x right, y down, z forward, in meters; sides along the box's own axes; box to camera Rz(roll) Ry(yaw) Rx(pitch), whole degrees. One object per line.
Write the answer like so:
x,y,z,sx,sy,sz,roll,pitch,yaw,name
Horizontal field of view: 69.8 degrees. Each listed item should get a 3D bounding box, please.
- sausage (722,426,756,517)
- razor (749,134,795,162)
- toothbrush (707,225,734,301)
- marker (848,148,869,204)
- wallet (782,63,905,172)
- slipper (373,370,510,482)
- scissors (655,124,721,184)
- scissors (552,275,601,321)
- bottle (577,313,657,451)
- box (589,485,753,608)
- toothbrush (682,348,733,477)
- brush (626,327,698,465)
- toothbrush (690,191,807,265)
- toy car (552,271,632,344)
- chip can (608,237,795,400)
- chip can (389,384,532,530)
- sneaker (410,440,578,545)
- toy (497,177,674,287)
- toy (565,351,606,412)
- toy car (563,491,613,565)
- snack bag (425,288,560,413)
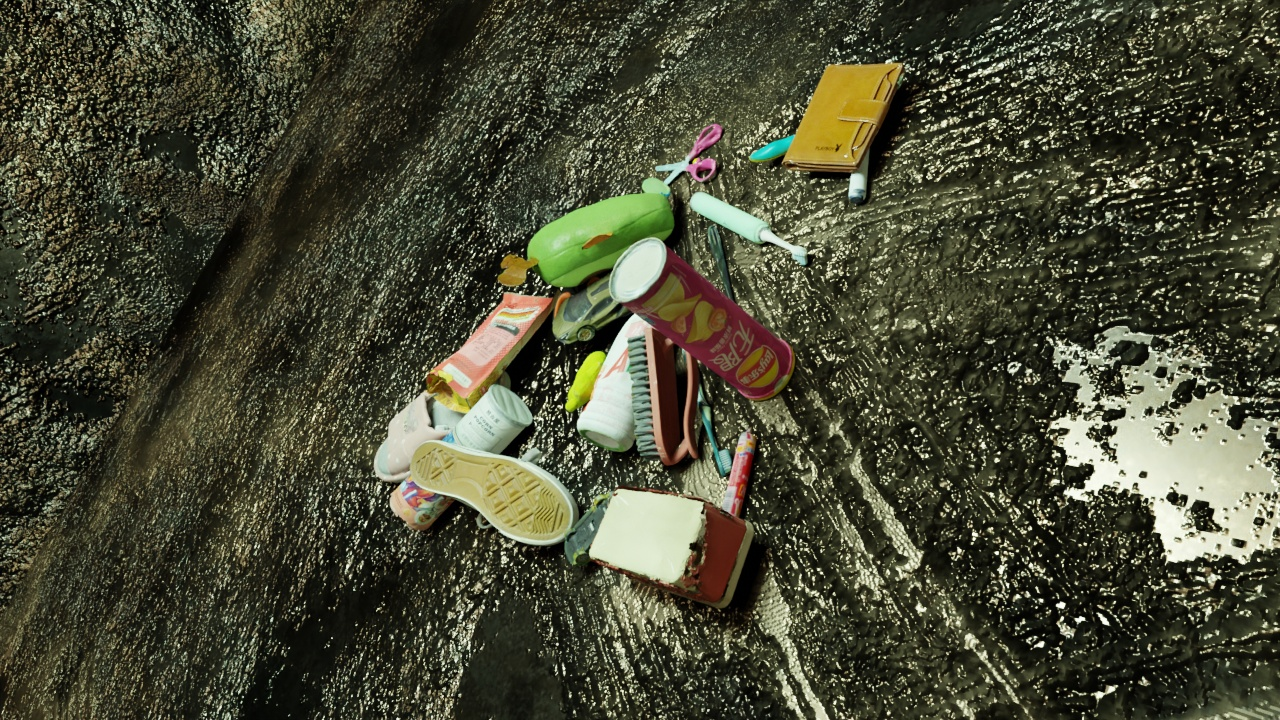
0.091,0.136,0.898,0.020,0.020,0.155,-5,60,45,sausage
0.188,-0.269,1.080,0.133,0.028,0.043,-30,54,21,razor
0.096,-0.100,1.069,0.016,0.018,0.180,-37,40,27,toothbrush
0.243,-0.226,1.002,0.023,0.018,0.130,-7,57,33,marker
0.229,-0.266,1.008,0.119,0.035,0.130,15,76,50,wallet
-0.297,0.088,1.317,0.275,0.054,0.114,-31,43,25,slipper
0.064,-0.268,1.227,0.133,0.017,0.125,11,74,54,scissors
-0.071,-0.129,1.272,0.137,0.022,0.234,-10,49,32,scissors
-0.006,0.006,1.063,0.068,0.068,0.196,1,60,47,bottle
0.018,0.173,0.878,0.169,0.079,0.091,-4,60,58,box
0.071,0.049,0.987,0.018,0.016,0.191,-25,45,11,toothbrush
0.029,0.040,0.985,0.069,0.063,0.145,-10,74,22,brush
0.125,-0.157,1.070,0.026,0.027,0.224,-25,34,-18,toothbrush
-0.044,-0.075,1.157,0.158,0.042,0.070,-31,42,4,toy car
0.064,-0.036,0.897,0.072,0.210,0.071,-27,46,32,chip can
-0.239,0.130,1.211,0.215,0.071,0.071,-45,39,15,chip can
-0.166,0.156,1.107,0.241,0.087,0.118,16,87,29,sneaker
-0.066,-0.151,1.172,0.247,0.090,0.227,-23,10,3,toy
-0.063,0.023,1.106,0.097,0.031,0.099,-53,7,44,toy
-0.046,0.184,0.995,0.091,0.036,0.043,-46,40,11,toy car
-0.205,-0.024,1.271,0.129,0.073,0.207,1,44,46,snack bag
